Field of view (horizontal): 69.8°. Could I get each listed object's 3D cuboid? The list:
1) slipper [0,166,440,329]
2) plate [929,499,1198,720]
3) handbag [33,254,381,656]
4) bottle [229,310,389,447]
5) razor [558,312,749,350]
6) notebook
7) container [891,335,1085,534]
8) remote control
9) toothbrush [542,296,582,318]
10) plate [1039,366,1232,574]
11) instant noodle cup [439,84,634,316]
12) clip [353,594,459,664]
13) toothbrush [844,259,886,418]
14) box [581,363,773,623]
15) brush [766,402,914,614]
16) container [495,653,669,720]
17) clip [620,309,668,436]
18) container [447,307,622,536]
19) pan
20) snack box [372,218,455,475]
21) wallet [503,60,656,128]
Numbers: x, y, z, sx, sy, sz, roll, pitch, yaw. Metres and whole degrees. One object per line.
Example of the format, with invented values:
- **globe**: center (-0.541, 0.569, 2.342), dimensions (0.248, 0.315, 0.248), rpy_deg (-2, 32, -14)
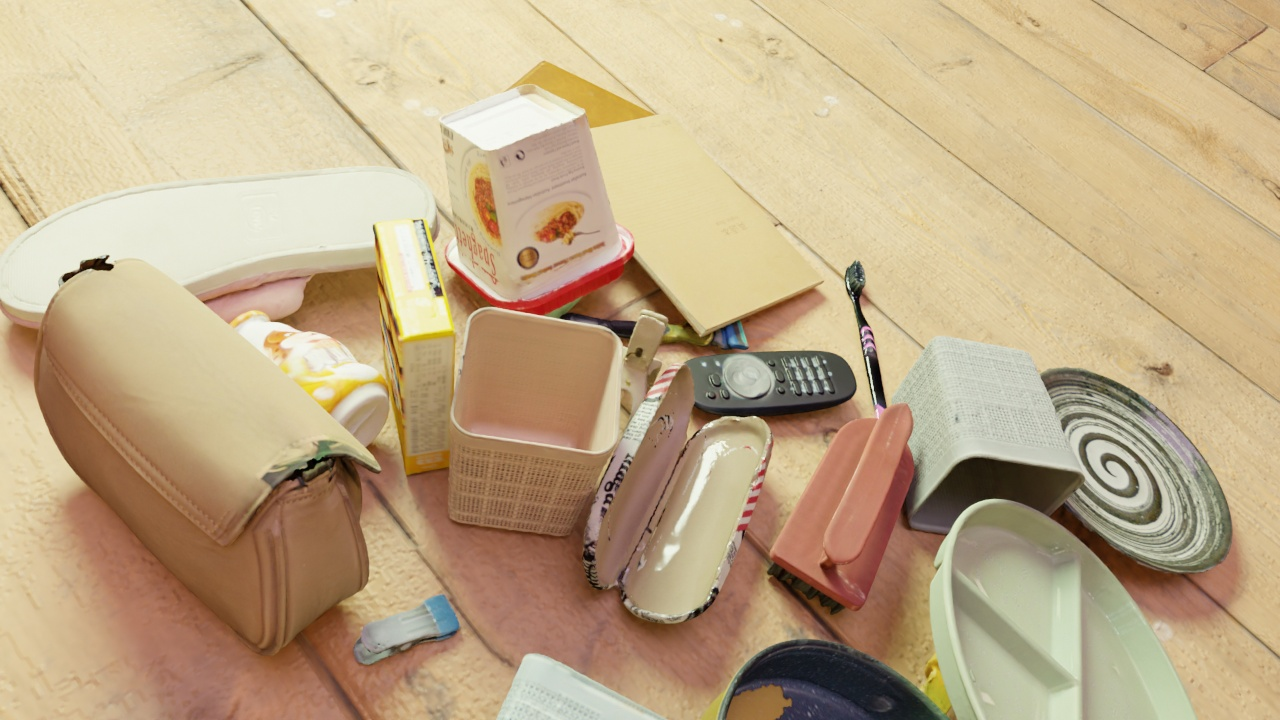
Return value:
- **slipper**: center (-0.269, -0.071, 0.612), dimensions (0.273, 0.055, 0.114), rpy_deg (-17, 57, -22)
- **plate**: center (0.247, 0.188, 0.526), dimensions (0.230, 0.028, 0.229), rpy_deg (24, 45, -27)
- **handbag**: center (-0.220, 0.044, 0.474), dimensions (0.204, 0.148, 0.099), rpy_deg (39, 44, 13)
- **bottle**: center (-0.207, 0.011, 0.559), dimensions (0.108, 0.063, 0.063), rpy_deg (33, 51, 18)
- **razor**: center (0.008, -0.022, 0.674), dimensions (0.142, 0.022, 0.042), rpy_deg (1, 50, -18)
- **notebook**: center (0.034, -0.119, 0.737), dimensions (0.149, 0.012, 0.211), rpy_deg (-24, 66, -39)
- **container**: center (0.233, 0.051, 0.640), dimensions (0.090, 0.090, 0.114), rpy_deg (10, 48, -9)
- **remote control**: center (0.092, 0.018, 0.666), dimensions (0.136, 0.024, 0.053), rpy_deg (-3, 55, -17)
- **toothbrush**: center (-0.024, -0.089, 0.717), dimensions (0.026, 0.027, 0.223), rpy_deg (56, 49, -19)
- **plate**: center (0.356, 0.081, 0.686), dimensions (0.179, 0.024, 0.179), rpy_deg (12, 49, -15)
- **instant noodle cup**: center (-0.078, -0.112, 0.634), dimensions (0.116, 0.124, 0.116), rpy_deg (-29, 43, -23)
- **clip**: center (-0.129, 0.150, 0.504), dimensions (0.056, 0.028, 0.024), rpy_deg (-15, 60, -36)
- **toothbrush**: center (0.180, -0.007, 0.717), dimensions (0.014, 0.018, 0.188), rpy_deg (8, 52, -12)
- **box**: center (0.022, 0.075, 0.561), dimensions (0.075, 0.085, 0.161), rpy_deg (-3, 42, 35)
- **brush**: center (0.140, 0.088, 0.595), dimensions (0.063, 0.069, 0.145), rpy_deg (31, 51, 8)
- **container**: center (-0.044, 0.216, 0.428), dimensions (0.090, 0.090, 0.111), rpy_deg (26, 53, 6)
- **clip**: center (-0.003, 0.003, 0.617), dimensions (0.035, 0.100, 0.098), rpy_deg (21, 20, 2)
- **container**: center (-0.066, 0.042, 0.543), dimensions (0.090, 0.111, 0.090), rpy_deg (9, 50, -9)
- **pan**: center (0.158, 0.199, 0.501), dimensions (0.197, 0.078, 0.356), rpy_deg (44, 33, 10)
- **snack box**: center (-0.133, -0.005, 0.542), dimensions (0.033, 0.141, 0.086), rpy_deg (-10, 57, -17)
- **wallet**: center (-0.053, -0.205, 0.794), dimensions (0.130, 0.035, 0.118), rpy_deg (28, 49, 5)
